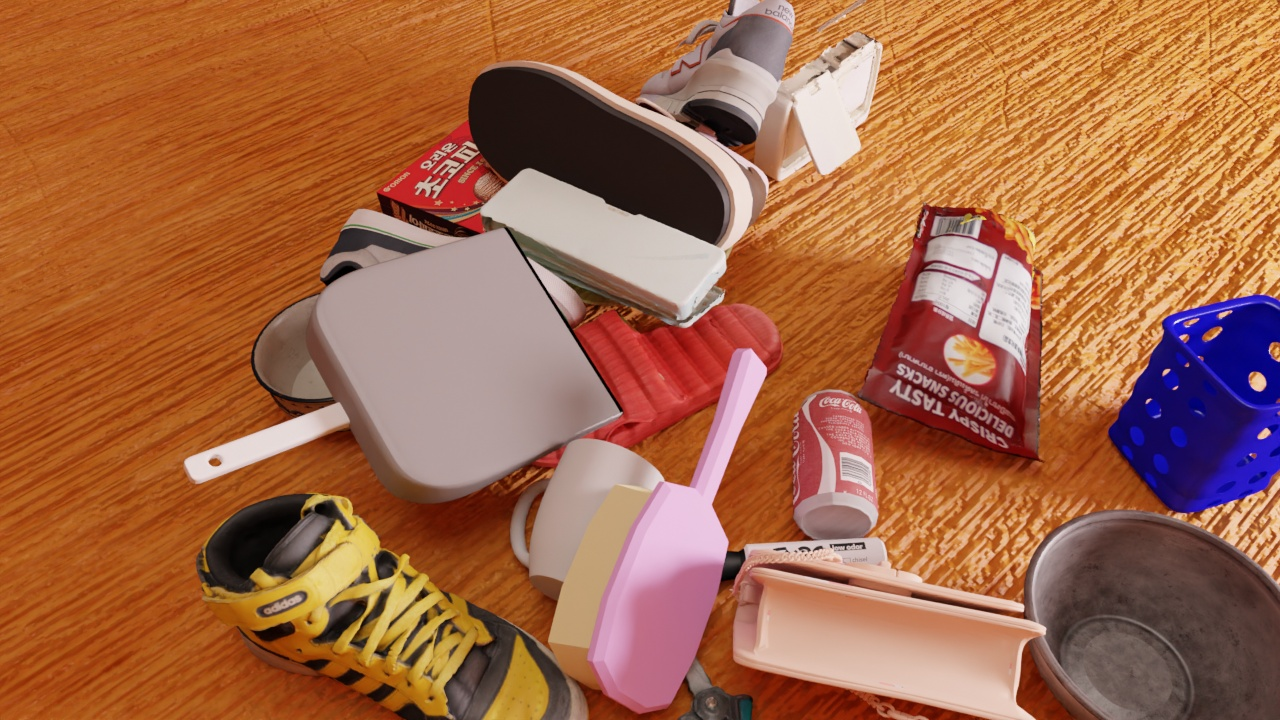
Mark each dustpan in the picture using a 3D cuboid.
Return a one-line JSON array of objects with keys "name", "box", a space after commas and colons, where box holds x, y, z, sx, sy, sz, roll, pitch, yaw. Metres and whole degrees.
[{"name": "dustpan", "box": [-0.154, 0.017, 0.582, 0.256, 0.033, 0.163, -23, 74, -37]}]

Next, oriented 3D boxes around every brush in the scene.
[{"name": "brush", "box": [0.020, 0.092, 0.554, 0.043, 0.089, 0.228, 0, 56, 41]}]

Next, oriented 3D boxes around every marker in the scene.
[{"name": "marker", "box": [0.092, 0.129, 0.586, 0.126, 0.025, 0.025, -3, 47, 0]}]

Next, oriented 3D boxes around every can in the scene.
[{"name": "can", "box": [0.130, 0.070, 0.619, 0.054, 0.054, 0.096, 3, 48, 6]}]

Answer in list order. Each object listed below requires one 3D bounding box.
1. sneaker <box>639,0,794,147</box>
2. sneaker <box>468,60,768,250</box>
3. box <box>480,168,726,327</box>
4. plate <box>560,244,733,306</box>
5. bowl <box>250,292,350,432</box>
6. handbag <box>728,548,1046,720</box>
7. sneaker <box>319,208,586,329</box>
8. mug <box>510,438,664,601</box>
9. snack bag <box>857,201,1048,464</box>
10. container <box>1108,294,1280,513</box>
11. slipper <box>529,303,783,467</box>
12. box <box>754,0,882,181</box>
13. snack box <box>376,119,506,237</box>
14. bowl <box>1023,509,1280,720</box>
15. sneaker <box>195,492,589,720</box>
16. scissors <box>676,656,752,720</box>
[{"name": "sneaker", "box": [0.077, -0.264, 0.824, 0.088, 0.124, 0.240, 26, 7, -20]}, {"name": "sneaker", "box": [-0.015, -0.186, 0.792, 0.294, 0.112, 0.116, 27, 32, 27]}, {"name": "box", "box": [-0.032, -0.087, 0.714, 0.199, 0.073, 0.085, 25, 26, 22]}, {"name": "plate", "box": [-0.012, -0.098, 0.791, 0.184, 0.036, 0.184, -2, 47, 2]}, {"name": "bowl", "box": [-0.224, 0.006, 0.692, 0.115, 0.059, 0.115, -2, 47, 2]}, {"name": "handbag", "box": [0.106, 0.201, 0.501, 0.199, 0.116, 0.187, 11, 79, 7]}, {"name": "sneaker", "box": [-0.156, -0.052, 0.734, 0.235, 0.084, 0.078, 17, 64, 23]}, {"name": "mug", "box": [-0.047, 0.107, 0.594, 0.107, 0.071, 0.089, -3, 49, 38]}, {"name": "snack bag", "box": [0.248, -0.027, 0.686, 0.139, 0.067, 0.207, 27, 51, -4]}, {"name": "container", "box": [0.379, 0.031, 0.600, 0.085, 0.114, 0.084, -13, 48, -9]}, {"name": "slipper", "box": [-0.004, 0.004, 0.684, 0.248, 0.059, 0.103, -19, 49, -16]}, {"name": "box", "box": [0.181, -0.254, 0.829, 0.143, 0.182, 0.081, -39, 61, -23]}, {"name": "snack box", "box": [-0.142, -0.165, 0.860, 0.133, 0.036, 0.151, 23, 53, 22]}, {"name": "bowl", "box": [0.284, 0.162, 0.516, 0.145, 0.067, 0.144, -2, 47, 2]}, {"name": "sneaker", "box": [-0.142, 0.147, 0.516, 0.239, 0.122, 0.085, 15, 51, 17]}, {"name": "scissors", "box": [0.056, 0.216, 0.512, 0.135, 0.019, 0.129, 17, 44, 17]}]
